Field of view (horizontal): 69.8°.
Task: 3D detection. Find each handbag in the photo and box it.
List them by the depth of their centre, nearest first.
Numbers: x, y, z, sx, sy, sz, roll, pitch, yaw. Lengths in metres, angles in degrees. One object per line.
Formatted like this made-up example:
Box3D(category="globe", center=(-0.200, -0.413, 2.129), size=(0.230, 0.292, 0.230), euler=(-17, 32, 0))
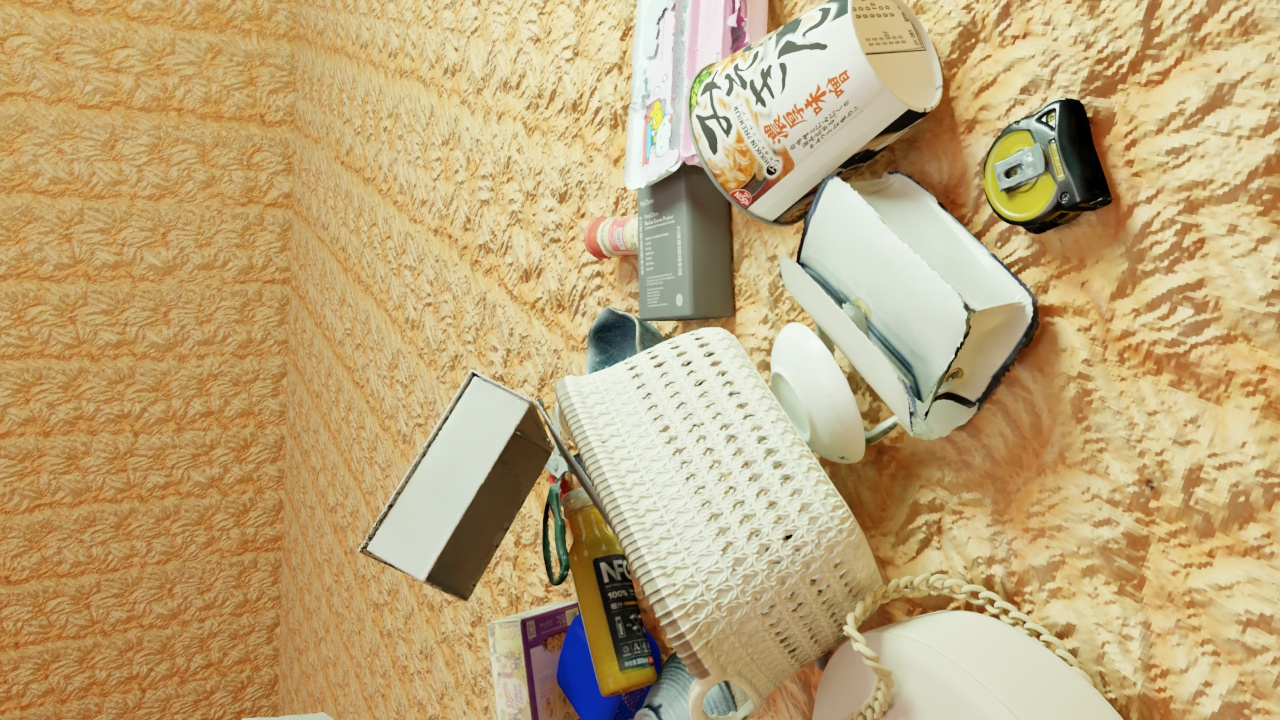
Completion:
Box3D(category="handbag", center=(0.179, 0.254, 0.509), size=(0.211, 0.103, 0.209), euler=(38, 128, 54))
Box3D(category="handbag", center=(0.145, -0.011, 0.580), size=(0.176, 0.074, 0.151), euler=(103, 147, -43))

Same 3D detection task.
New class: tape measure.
Box3D(category="tape measure", center=(0.213, -0.100, 0.491), size=(0.062, 0.034, 0.061), euler=(-34, 62, 57))

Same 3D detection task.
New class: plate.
Box3D(category="plate", center=(0.112, 0.027, 0.618), size=(0.104, 0.026, 0.104), euler=(62, 170, 19))

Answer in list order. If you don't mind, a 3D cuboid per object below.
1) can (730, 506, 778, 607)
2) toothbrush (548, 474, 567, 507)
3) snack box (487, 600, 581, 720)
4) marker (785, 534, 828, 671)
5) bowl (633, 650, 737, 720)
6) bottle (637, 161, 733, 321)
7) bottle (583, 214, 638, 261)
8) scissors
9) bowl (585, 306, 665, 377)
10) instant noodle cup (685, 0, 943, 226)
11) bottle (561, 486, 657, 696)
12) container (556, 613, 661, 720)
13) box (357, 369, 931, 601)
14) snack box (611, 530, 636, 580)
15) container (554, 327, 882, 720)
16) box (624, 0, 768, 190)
Box3D(category="can", center=(0.063, 0.171, 0.745), size=(0.116, 0.056, 0.092), euler=(48, 133, 48))
Box3D(category="toothbrush", center=(-0.056, 0.191, 0.991), size=(0.212, 0.012, 0.018), euler=(53, 132, 44))
Box3D(category="snack box", center=(-0.099, 0.334, 0.956), size=(0.041, 0.143, 0.148), euler=(-12, 79, 19))
Box3D(category="marker", center=(0.119, 0.160, 0.681), size=(0.016, 0.022, 0.138), euler=(-28, 67, 53))
Box3D(category="bowl", center=(0.030, 0.329, 0.810), size=(0.137, 0.057, 0.137), euler=(6, 97, 59))
Box3D(category="bottle", center=(0.035, -0.122, 0.780), size=(0.084, 0.046, 0.174), euler=(0, 92, 60))
Box3D(category="bottle", center=(-0.012, -0.117, 0.866), size=(0.109, 0.044, 0.044), euler=(8, 99, 59))
Box3D(category="scissors", center=(-0.081, 0.158, 1.007), size=(0.202, 0.015, 0.203), euler=(23, 107, 54))
Box3D(category="bowl", center=(-0.005, 0.005, 0.849), size=(0.110, 0.055, 0.110), euler=(5, 95, 60))
Box3D(category="instant noodle cup", center=(0.115, -0.167, 0.585), size=(0.122, 0.123, 0.123), euler=(-26, 69, 48))
Box3D(category="bottle", center=(-0.033, 0.210, 0.849), size=(0.053, 0.053, 0.186), euler=(-48, 52, 50))
Box3D(category="container", center=(-0.036, 0.302, 0.904), size=(0.096, 0.058, 0.114), euler=(45, 132, 38))
Box3D(category="box", center=(0.007, 0.122, 0.759), size=(0.167, 0.422, 0.173), euler=(84, -170, -71))
Box3D(category="snack box", center=(0.015, 0.122, 0.844), size=(0.087, 0.034, 0.152), euler=(60, 140, 38))
Box3D(category="container", center=(0.049, 0.099, 0.612), size=(0.246, 0.143, 0.185), euler=(61, -178, 38))
Box3D(category="box", center=(0.043, -0.244, 0.729), size=(0.153, 0.038, 0.201), euler=(-14, 68, 58))
